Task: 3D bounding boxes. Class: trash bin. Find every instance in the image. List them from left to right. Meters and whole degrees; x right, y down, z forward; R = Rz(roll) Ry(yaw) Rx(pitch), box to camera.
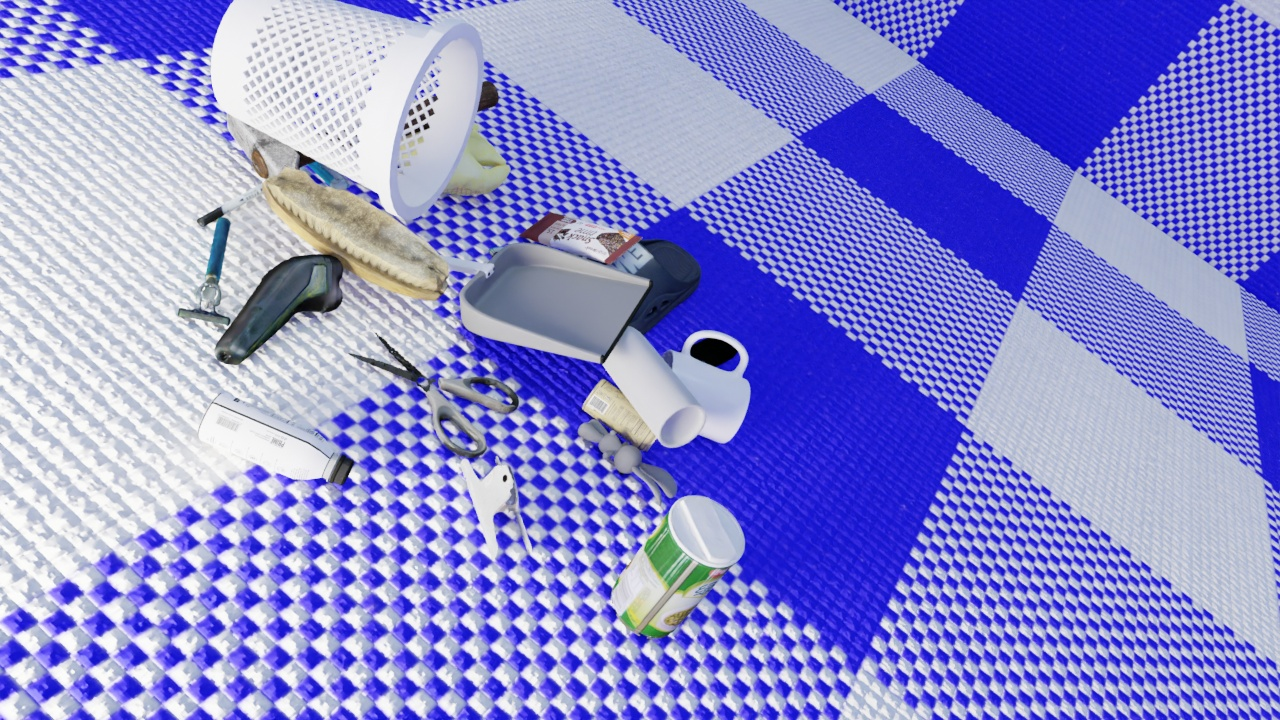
[{"bbox_3d":[-0.286,-0.265,0.891,0.199,0.196,0.194,22,37,3],"label":"trash bin"}]

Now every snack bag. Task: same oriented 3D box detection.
[{"bbox_3d":[-0.072,-0.144,1.063,0.158,0.013,0.056,22,54,40],"label":"snack bag"}]

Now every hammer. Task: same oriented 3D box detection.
[{"bbox_3d":[-0.260,-0.231,1.008,0.299,0.037,0.217,-30,74,-34],"label":"hammer"}]

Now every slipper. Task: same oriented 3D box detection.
[{"bbox_3d":[0.003,-0.102,1.089,0.110,0.084,0.267,43,37,12],"label":"slipper"}]

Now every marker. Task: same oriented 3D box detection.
[{"bbox_3d":[-0.397,-0.170,0.937,0.011,0.011,0.151,32,37,0],"label":"marker"}]

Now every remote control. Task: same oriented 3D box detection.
[{"bbox_3d":[0.062,0.001,1.068,0.034,0.013,0.149,48,40,14],"label":"remote control"}]

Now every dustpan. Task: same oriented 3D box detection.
[{"bbox_3d":[-0.132,-0.077,0.955,0.258,0.033,0.162,12,35,13],"label":"dustpan"}]

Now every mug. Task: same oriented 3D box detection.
[{"bbox_3d":[0.066,0.022,0.969,0.090,0.110,0.073,21,10,-14],"label":"mug"}]

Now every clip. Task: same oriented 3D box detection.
[{"bbox_3d":[-0.120,0.117,0.788,0.102,0.052,0.058,62,6,33],"label":"clip"}]

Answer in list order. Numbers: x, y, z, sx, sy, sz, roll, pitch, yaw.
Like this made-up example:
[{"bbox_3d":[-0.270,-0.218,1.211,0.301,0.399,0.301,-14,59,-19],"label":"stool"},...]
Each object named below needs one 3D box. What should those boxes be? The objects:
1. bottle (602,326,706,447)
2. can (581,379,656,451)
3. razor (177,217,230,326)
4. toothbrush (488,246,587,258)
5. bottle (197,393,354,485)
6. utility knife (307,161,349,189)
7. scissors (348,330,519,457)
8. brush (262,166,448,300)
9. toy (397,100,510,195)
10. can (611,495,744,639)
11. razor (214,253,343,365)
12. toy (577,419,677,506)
[{"bbox_3d":[-0.005,0.005,0.925,0.052,0.053,0.195,1,35,-35],"label":"bottle"},{"bbox_3d":[-0.016,0.056,0.929,0.079,0.038,0.038,35,37,4],"label":"can"},{"bbox_3d":[-0.390,-0.087,0.840,0.042,0.022,0.143,12,40,-26],"label":"razor"},{"bbox_3d":[-0.098,-0.129,1.101,0.188,0.016,0.017,-6,41,-39],"label":"toothbrush"},{"bbox_3d":[-0.284,0.066,0.724,0.116,0.041,0.041,25,37,-9],"label":"bottle"},{"bbox_3d":[-0.392,-0.250,1.027,0.179,0.015,0.022,42,37,11],"label":"utility knife"},{"bbox_3d":[-0.187,0.030,0.857,0.157,0.013,0.165,5,45,-35],"label":"scissors"},{"bbox_3d":[-0.271,-0.121,0.881,0.195,0.043,0.059,33,52,-10],"label":"brush"},{"bbox_3d":[-0.243,-0.260,1.106,0.154,0.065,0.170,-7,50,-42],"label":"toy"},{"bbox_3d":[0.030,0.172,0.761,0.067,0.121,0.067,19,39,-16],"label":"can"},{"bbox_3d":[-0.321,-0.044,0.824,0.067,0.054,0.151,43,40,-17],"label":"razor"},{"bbox_3d":[-0.013,0.096,0.894,0.112,0.030,0.049,37,22,16],"label":"toy"}]
